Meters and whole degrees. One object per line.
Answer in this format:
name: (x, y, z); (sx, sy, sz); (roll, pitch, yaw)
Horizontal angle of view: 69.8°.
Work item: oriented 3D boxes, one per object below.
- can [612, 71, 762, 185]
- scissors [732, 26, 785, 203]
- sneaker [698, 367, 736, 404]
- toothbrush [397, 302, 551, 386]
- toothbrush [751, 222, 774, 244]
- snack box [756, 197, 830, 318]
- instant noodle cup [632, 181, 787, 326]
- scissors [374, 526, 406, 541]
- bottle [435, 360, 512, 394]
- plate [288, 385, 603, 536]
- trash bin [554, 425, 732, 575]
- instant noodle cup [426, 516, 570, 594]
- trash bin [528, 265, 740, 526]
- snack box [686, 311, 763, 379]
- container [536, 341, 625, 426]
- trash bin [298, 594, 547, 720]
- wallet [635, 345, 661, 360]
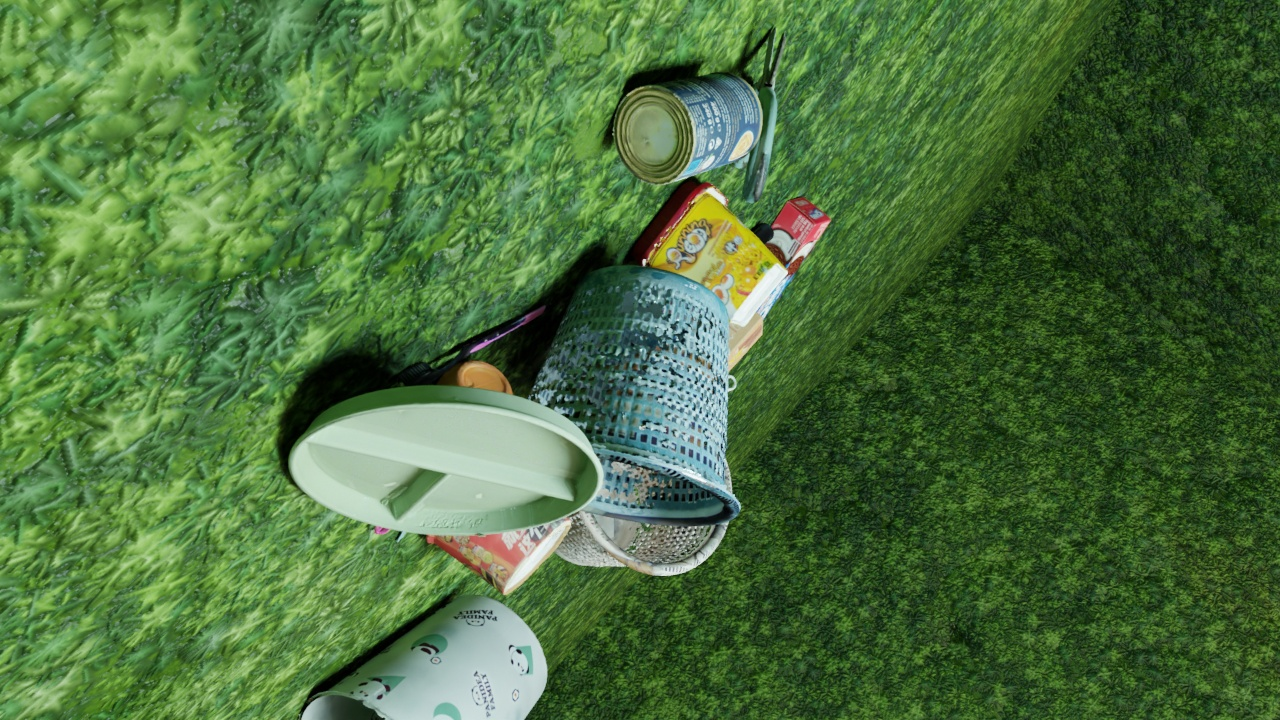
can: (0.038, -0.185, 0.726); (0.110, 0.075, 0.075); (-30, 156, -50)
scissors: (0.103, -0.204, 0.831); (0.175, 0.019, 0.169); (110, -10, -67)
sneaker: (0.087, 0.034, 1.376); (0.089, 0.091, 0.243); (-34, 158, -47)
toothbrush: (-0.135, -0.017, 0.779); (0.188, 0.018, 0.014); (-36, 162, -50)
toothbrush: (0.095, -0.109, 1.175); (0.212, 0.027, 0.026); (-41, 119, -24)
snack box: (0.189, -0.133, 1.318); (0.058, 0.057, 0.208); (-24, 152, -52)
instant noodle cup: (0.076, -0.103, 0.941); (0.116, 0.123, 0.116); (-52, 164, 10)
scissors: (-0.222, 0.144, 0.920); (0.134, 0.017, 0.135); (-53, 169, 29)
bottle: (-0.166, 0.065, 0.804); (0.066, 0.067, 0.150); (-29, 162, -52)
plate: (-0.143, 0.080, 0.692); (0.230, 0.027, 0.231); (-2, 148, -2)
trash bin: (-0.029, 0.170, 1.159); (0.226, 0.227, 0.193); (-37, -177, -38)
instant noodle cup: (-0.151, 0.183, 1.018); (0.137, 0.108, 0.138); (-47, 168, -14)
trash bin: (-0.006, 0.030, 0.846); (0.227, 0.226, 0.194); (90, 11, -68)
snack box: (0.097, -0.040, 1.216); (0.094, 0.093, 0.077); (-48, 165, -6)
container: (-0.059, 0.046, 1.003); (0.090, 0.090, 0.114); (-41, 166, -25)
trash bin: (-0.261, 0.446, 1.178); (0.251, 0.229, 0.230); (-36, 161, -55)
wallet: (-0.006, 0.006, 1.034); (0.032, 0.101, 0.125); (-15, 151, -23)
